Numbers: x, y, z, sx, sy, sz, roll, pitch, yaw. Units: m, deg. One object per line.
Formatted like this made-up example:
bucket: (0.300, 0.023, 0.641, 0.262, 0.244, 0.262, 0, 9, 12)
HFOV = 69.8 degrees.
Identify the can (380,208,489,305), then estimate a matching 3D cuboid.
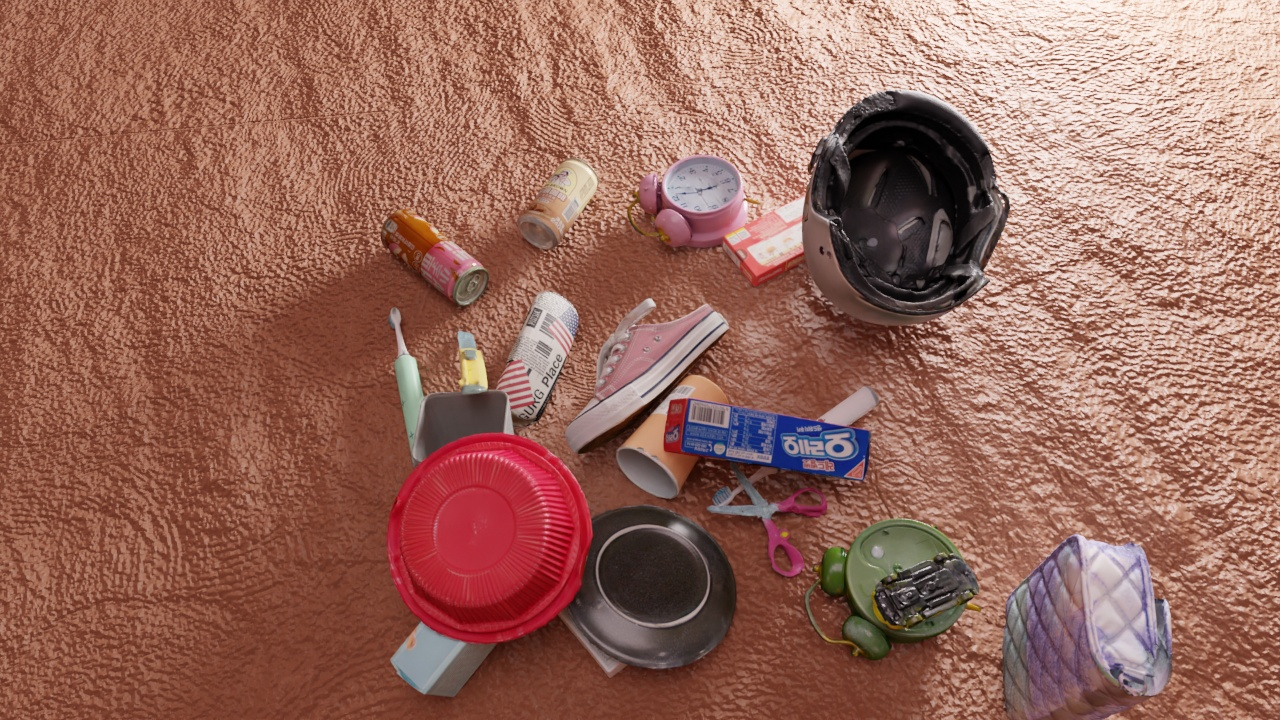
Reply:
can: (-0.256, -0.129, 1.136, 0.147, 0.058, 0.057, 37, 67, 23)

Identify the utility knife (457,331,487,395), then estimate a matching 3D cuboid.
utility knife: (-0.188, 0.001, 1.009, 0.031, 0.220, 0.022, 6, 102, -15)

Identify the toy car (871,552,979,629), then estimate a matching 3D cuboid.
toy car: (0.260, 0.213, 0.841, 0.105, 0.032, 0.048, -16, 58, -20)

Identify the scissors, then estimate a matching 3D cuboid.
scissors: (0.137, 0.154, 0.947, 0.130, 0.017, 0.133, -28, 75, -20)

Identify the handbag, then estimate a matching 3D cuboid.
handbag: (0.377, 0.240, 0.787, 0.075, 0.194, 0.134, 9, 59, 6)

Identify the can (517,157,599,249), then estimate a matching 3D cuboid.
can: (-0.104, -0.200, 1.171, 0.058, 0.059, 0.116, 22, 62, 16)

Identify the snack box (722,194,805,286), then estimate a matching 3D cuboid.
snack box: (0.185, -0.155, 1.144, 0.152, 0.025, 0.075, -28, 62, -13)

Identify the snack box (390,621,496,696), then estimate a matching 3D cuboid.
snack box: (-0.153, 0.235, 0.875, 0.051, 0.074, 0.174, 34, 78, 22)

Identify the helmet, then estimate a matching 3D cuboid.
helmet: (0.284, -0.155, 1.056, 0.230, 0.157, 0.273, 15, 65, -8)

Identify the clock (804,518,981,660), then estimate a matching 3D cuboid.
clock: (0.238, 0.223, 0.888, 0.161, 0.056, 0.116, -17, 58, -7)

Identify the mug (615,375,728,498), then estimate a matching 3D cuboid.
mug: (0.039, 0.077, 0.984, 0.078, 0.078, 0.122, 28, 59, 19)

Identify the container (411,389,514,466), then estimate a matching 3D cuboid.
container: (-0.175, 0.102, 0.948, 0.090, 0.114, 0.090, -2, 47, 2)

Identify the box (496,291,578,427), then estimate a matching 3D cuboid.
box: (-0.115, -0.006, 1.038, 0.075, 0.083, 0.163, 17, 58, 6)

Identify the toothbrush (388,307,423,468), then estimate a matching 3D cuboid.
toothbrush: (-0.267, 0.027, 1.059, 0.026, 0.027, 0.224, 6, 50, -36)

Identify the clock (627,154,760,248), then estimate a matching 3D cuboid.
clock: (0.060, -0.198, 1.159, 0.158, 0.060, 0.117, -22, 59, -8)

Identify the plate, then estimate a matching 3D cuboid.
plate: (0.011, 0.213, 0.897, 0.179, 0.024, 0.179, 7, 47, -8)

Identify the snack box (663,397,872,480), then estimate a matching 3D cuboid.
snack box: (0.130, 0.081, 0.932, 0.207, 0.058, 0.057, 10, 82, -17)

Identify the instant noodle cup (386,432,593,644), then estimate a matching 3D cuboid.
instant noodle cup: (-0.141, 0.154, 0.822, 0.194, 0.066, 0.193, -1, 73, 3)

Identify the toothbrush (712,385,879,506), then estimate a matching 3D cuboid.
toothbrush: (0.167, 0.095, 0.989, 0.220, 0.026, 0.027, -32, 23, -15)

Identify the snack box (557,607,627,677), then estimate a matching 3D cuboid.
snack box: (-0.048, 0.229, 0.919, 0.084, 0.027, 0.157, -37, 63, -18)

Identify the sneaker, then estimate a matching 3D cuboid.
sneaker: (-0.006, 0.006, 1.011, 0.088, 0.118, 0.240, 45, 63, 7)
